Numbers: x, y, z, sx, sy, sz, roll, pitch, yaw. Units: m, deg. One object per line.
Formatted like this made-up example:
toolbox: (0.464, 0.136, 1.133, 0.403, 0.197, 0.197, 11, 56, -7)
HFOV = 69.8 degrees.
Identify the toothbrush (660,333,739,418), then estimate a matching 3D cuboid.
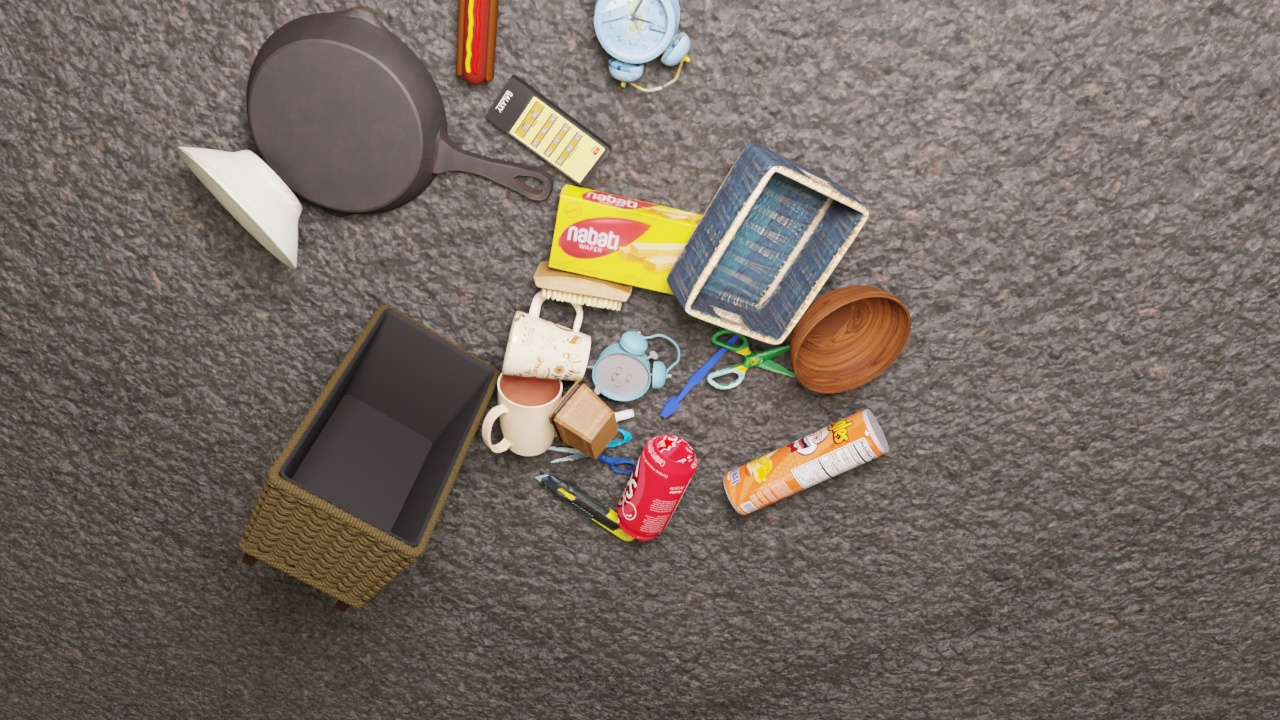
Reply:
toothbrush: (0.085, 0.008, 1.170, 0.016, 0.011, 0.187, 34, 116, -15)

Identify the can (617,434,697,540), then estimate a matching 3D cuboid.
can: (0.021, 0.171, 1.239, 0.074, 0.074, 0.143, 20, 122, -6)

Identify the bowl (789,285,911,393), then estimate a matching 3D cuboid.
bowl: (0.235, -0.038, 1.081, 0.147, 0.068, 0.147, -12, 134, -12)

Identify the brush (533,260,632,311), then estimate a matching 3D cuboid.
brush: (-0.068, -0.090, 1.099, 0.117, 0.049, 0.039, 11, 120, -1)

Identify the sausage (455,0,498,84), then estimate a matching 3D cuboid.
sausage: (-0.167, -0.362, 0.944, 0.040, 0.040, 0.156, 10, 122, 0)

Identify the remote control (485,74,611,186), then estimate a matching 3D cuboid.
remote control: (-0.102, -0.254, 1.020, 0.133, 0.013, 0.058, 33, 119, -15)

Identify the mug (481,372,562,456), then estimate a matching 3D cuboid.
mug: (-0.155, 0.074, 1.180, 0.085, 0.111, 0.104, 37, 141, 30)

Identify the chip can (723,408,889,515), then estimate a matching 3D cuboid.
chip can: (0.214, 0.135, 1.203, 0.211, 0.062, 0.062, -28, 115, 21)

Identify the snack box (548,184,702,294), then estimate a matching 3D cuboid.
snack box: (-0.002, -0.136, 1.067, 0.200, 0.042, 0.092, 13, 121, -3)

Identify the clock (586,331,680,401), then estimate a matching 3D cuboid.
clock: (-0.007, 0.007, 1.158, 0.123, 0.041, 0.087, -26, 116, 22)

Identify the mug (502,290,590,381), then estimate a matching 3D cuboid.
mug: (-0.111, -0.032, 1.138, 0.097, 0.081, 0.122, 12, 96, -10)

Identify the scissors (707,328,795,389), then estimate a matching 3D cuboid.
scissors: (0.138, 0.005, 1.154, 0.128, 0.012, 0.120, 23, 121, -15)

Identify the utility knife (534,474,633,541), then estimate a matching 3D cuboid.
utility knife: (-0.076, 0.206, 1.305, 0.171, 0.020, 0.029, 35, 117, -14)

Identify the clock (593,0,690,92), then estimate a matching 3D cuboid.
clock: (0.000, -0.336, 0.936, 0.089, 0.051, 0.124, -16, 119, 13)

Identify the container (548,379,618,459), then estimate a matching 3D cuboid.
container: (-0.069, 0.079, 1.158, 0.061, 0.063, 0.114, 36, 165, 13)

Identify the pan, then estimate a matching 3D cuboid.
pan: (-0.272, -0.243, 1.027, 0.356, 0.043, 0.249, 18, 122, -5)

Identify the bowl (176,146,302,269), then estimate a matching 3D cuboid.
bowl: (-0.438, -0.188, 1.045, 0.057, 0.177, 0.177, -46, 114, -16)

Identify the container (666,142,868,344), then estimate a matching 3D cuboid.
container: (0.136, -0.125, 1.009, 0.145, 0.071, 0.188, 17, 117, -30)

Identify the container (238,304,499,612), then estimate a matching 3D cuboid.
container: (-0.331, 0.126, 1.113, 0.176, 0.320, 0.206, 32, 126, -14)

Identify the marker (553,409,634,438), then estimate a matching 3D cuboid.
marker: (-0.072, 0.086, 1.231, 0.132, 0.014, 0.014, -15, 119, 15)

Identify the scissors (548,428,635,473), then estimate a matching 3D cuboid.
scissors: (-0.066, 0.138, 1.263, 0.135, 0.015, 0.086, -15, 121, 16)
